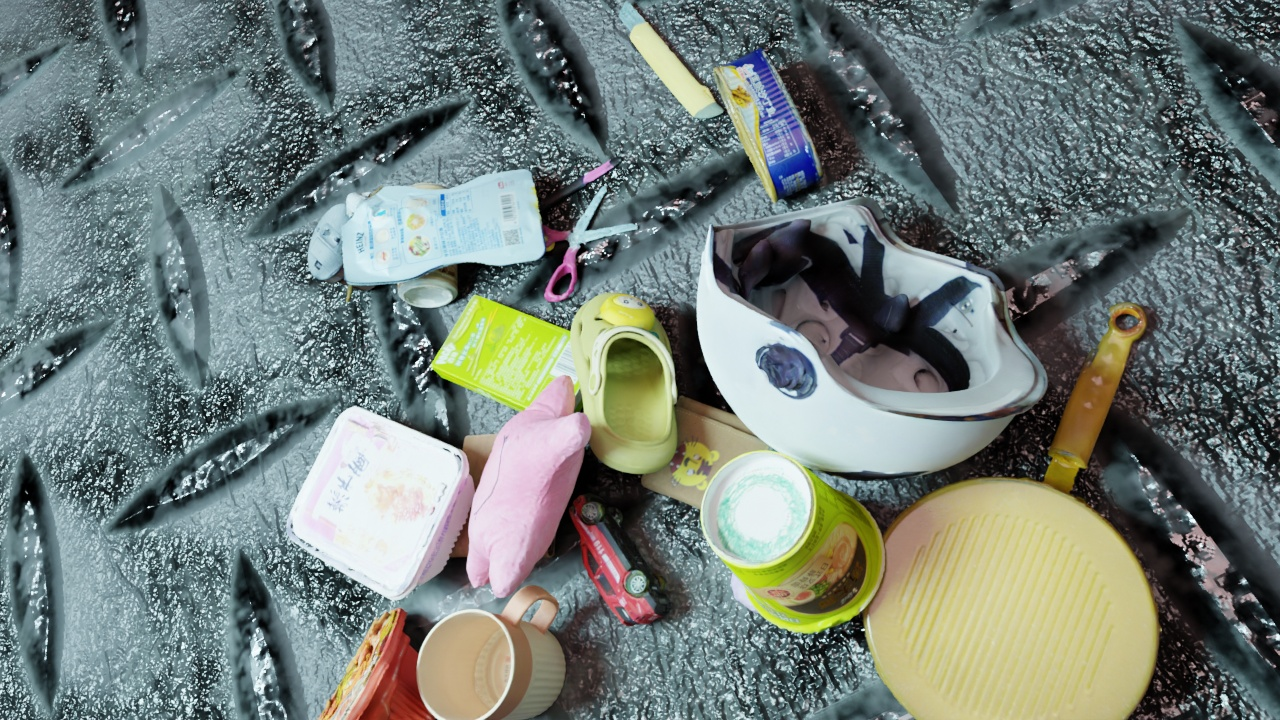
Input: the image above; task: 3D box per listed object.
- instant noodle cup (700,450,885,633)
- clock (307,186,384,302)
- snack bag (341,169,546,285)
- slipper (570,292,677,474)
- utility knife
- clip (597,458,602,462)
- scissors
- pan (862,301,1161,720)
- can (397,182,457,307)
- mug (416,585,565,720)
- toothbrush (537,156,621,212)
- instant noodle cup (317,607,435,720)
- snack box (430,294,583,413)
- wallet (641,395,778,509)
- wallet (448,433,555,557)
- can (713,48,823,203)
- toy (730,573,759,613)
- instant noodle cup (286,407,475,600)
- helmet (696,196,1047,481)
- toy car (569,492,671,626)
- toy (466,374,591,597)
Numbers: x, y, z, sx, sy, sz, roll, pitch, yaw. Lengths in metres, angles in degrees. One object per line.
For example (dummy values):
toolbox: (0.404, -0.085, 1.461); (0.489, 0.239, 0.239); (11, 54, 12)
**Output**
instant noodle cup: (0.100, 0.121, 0.639); (0.112, 0.123, 0.111); (-14, 58, 23)
clock: (-0.292, -0.126, 0.947); (0.082, 0.055, 0.122); (37, 100, 42)
snack bag: (-0.191, -0.129, 0.882); (0.191, 0.039, 0.110); (-10, 72, -7)
slipper: (-0.005, 0.004, 0.766); (0.091, 0.082, 0.190); (8, 45, -17)
utility knife: (0.024, -0.306, 0.932); (0.031, 0.020, 0.188); (-33, 69, 1)
clip: (-0.008, 0.074, 0.791); (0.058, 0.045, 0.027); (-21, 52, 38)
scissors: (-0.066, -0.113, 0.898); (0.133, 0.017, 0.130); (-8, 66, 13)
pan: (0.295, 0.111, 0.668); (0.198, 0.078, 0.357); (23, 87, 24)
can: (-0.215, -0.116, 0.927); (0.059, 0.058, 0.116); (-11, 68, 16)
mug: (-0.107, 0.233, 0.734); (0.082, 0.106, 0.114); (30, 83, 26)
toothbrush: (-0.102, -0.157, 0.925); (0.189, 0.018, 0.014); (-30, 62, 6)
instant noodle cup: (-0.225, 0.299, 0.739); (0.079, 0.189, 0.164); (35, 86, -9)
snack box: (-0.114, 0.000, 0.862); (0.156, 0.026, 0.085); (21, 72, 25)
wallet: (0.067, 0.085, 0.768); (0.115, 0.033, 0.090); (19, 79, 28)
wallet: (-0.121, 0.121, 0.830); (0.101, 0.020, 0.115); (-4, 67, 20)
can: (0.115, -0.215, 0.836); (0.049, 0.074, 0.148); (-23, 65, 7)
toy: (0.118, 0.156, 0.714); (0.108, 0.039, 0.084); (-38, 34, 2)
instant noodle cup: (-0.226, 0.130, 0.831); (0.174, 0.060, 0.138); (16, 77, 35)
helmet: (0.151, 0.000, 0.685); (0.228, 0.146, 0.258); (-21, 52, -38)
toy car: (-0.022, 0.164, 0.758); (0.045, 0.053, 0.120); (-36, 64, 7)
toy: (-0.099, 0.105, 0.757); (0.074, 0.178, 0.195); (23, 97, -18)
